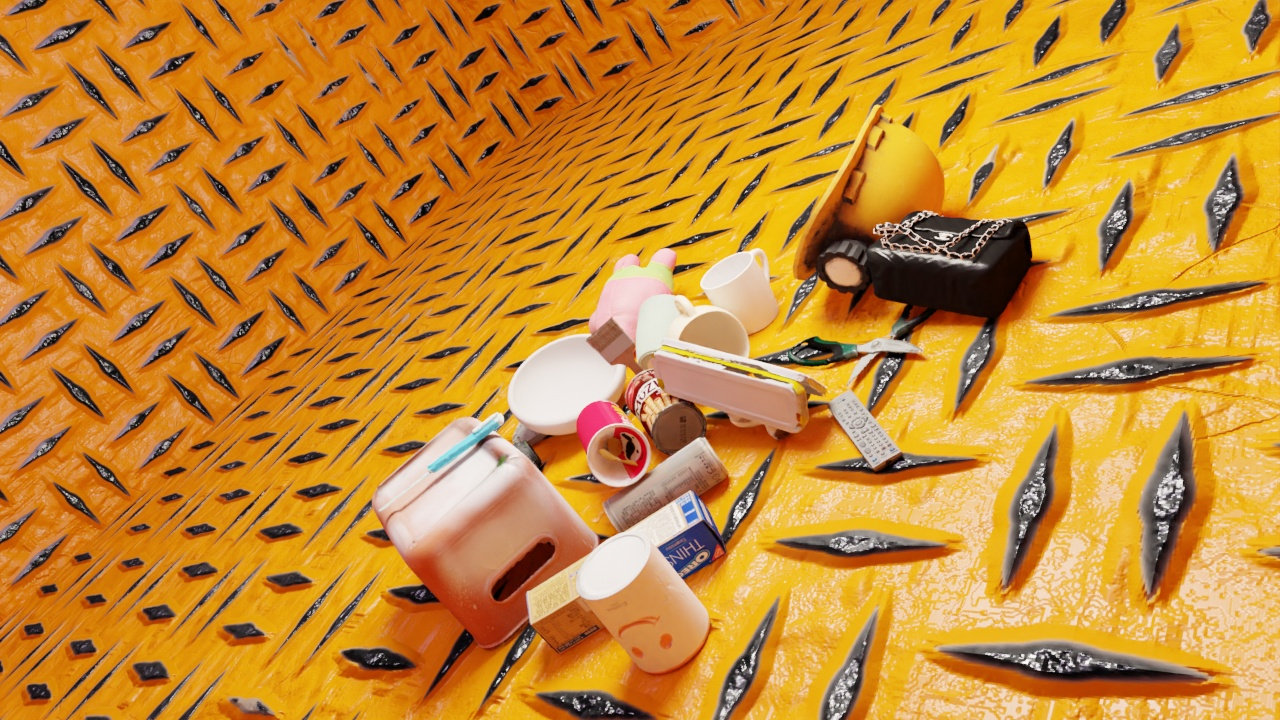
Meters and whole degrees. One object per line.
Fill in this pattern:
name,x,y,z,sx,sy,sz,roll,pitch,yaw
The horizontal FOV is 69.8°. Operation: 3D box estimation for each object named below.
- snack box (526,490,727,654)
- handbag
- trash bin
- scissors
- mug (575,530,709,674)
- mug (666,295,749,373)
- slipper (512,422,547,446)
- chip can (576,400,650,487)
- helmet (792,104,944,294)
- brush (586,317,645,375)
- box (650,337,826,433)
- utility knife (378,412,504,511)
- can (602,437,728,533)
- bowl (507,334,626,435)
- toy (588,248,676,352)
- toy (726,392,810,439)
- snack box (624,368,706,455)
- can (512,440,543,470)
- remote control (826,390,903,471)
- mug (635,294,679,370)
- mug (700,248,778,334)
snack box,-0.014,0.215,0.931,0.207,0.057,0.056,-32,27,6
handbag,0.339,-0.128,1.009,0.154,0.115,0.124,13,46,47
trash bin,-0.195,0.189,1.092,0.181,0.157,0.260,-42,25,-13
scissors,0.275,-0.039,1.073,0.203,0.015,0.202,-43,24,-20
mug,0.003,0.220,0.836,0.082,0.105,0.082,-29,24,14
mug,0.077,-0.033,1.191,0.096,0.120,0.100,-32,13,-4
slipper,-0.132,0.032,1.432,0.098,0.055,0.267,-17,28,31
chip can,-0.037,0.094,1.100,0.069,0.069,0.220,-37,8,-3
helmet,0.304,-0.188,1.144,0.131,0.206,0.254,25,57,15
brush,-0.007,0.007,1.196,0.045,0.143,0.008,-42,22,7
box,0.103,0.019,1.025,0.210,0.067,0.070,15,61,41
utility knife,-0.231,0.117,1.059,0.176,0.015,0.022,-37,23,-7
can,0.028,0.141,1.012,0.135,0.054,0.054,-34,24,3
bowl,-0.098,0.045,1.316,0.177,0.066,0.176,-14,42,13
toy,-0.017,-0.069,1.430,0.192,0.097,0.236,-9,49,41
toy,0.138,0.051,1.053,0.079,0.038,0.123,-43,33,-23
snack box,0.030,0.062,1.135,0.072,0.072,0.121,-36,24,-1
can,-0.202,0.168,1.265,0.137,0.054,0.054,-38,24,-5
remote control,0.226,0.069,0.934,0.033,0.013,0.136,-33,24,6
mug,0.027,-0.020,1.297,0.112,0.084,0.103,-51,21,44
mug,0.148,-0.100,1.259,0.081,0.087,0.114,-3,39,51
